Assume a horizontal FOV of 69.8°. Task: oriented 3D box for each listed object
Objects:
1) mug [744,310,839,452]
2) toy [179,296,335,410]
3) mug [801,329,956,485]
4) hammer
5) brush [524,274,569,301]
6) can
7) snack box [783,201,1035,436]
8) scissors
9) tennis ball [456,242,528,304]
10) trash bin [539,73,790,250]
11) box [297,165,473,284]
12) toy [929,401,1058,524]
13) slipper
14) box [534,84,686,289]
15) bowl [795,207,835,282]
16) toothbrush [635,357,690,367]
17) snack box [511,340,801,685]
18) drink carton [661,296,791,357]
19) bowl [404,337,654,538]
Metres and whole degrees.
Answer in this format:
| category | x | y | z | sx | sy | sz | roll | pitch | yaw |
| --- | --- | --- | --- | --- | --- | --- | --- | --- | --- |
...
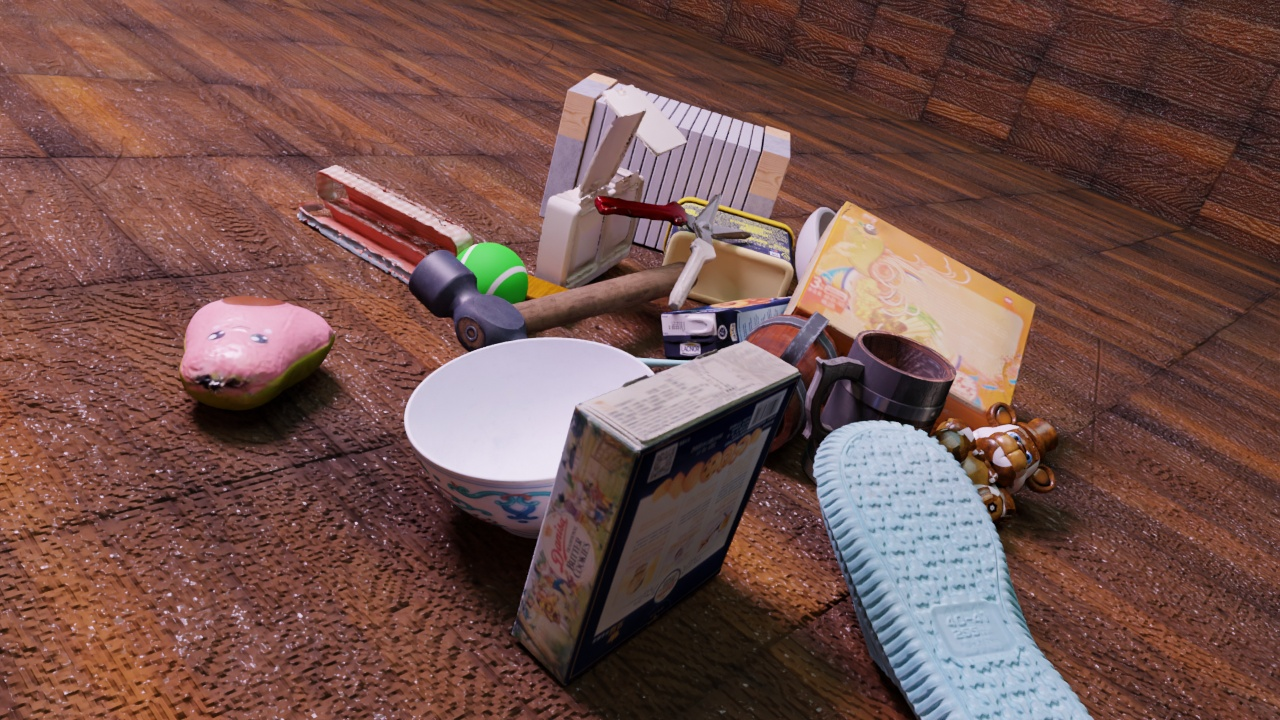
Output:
| category | x | y | z | sx | sy | sz | roll | pitch | yaw |
| --- | --- | --- | --- | --- | --- | --- | --- | --- | --- |
| mug | 0.110 | 0.006 | 0.701 | 0.081 | 0.118 | 0.110 | 37 | 33 | 8 |
| toy | -0.245 | -0.004 | 0.579 | 0.090 | 0.051 | 0.109 | 10 | 28 | -12 |
| mug | 0.159 | 0.042 | 0.665 | 0.115 | 0.107 | 0.080 | 1 | 30 | -29 |
| hammer | -0.034 | -0.050 | 0.749 | 0.129 | 0.040 | 0.320 | 41 | 28 | 16 |
| brush | -0.119 | -0.066 | 0.816 | 0.126 | 0.017 | 0.048 | 20 | 26 | 7 |
| can | 0.090 | -0.106 | 0.959 | 0.135 | 0.075 | 0.104 | 16 | 28 | -1 |
| snack box | 0.228 | -0.026 | 0.805 | 0.195 | 0.081 | 0.144 | 29 | 55 | 2 |
| scissors | 0.038 | -0.110 | 0.836 | 0.198 | 0.015 | 0.179 | 18 | 48 | -33 |
| tennis ball | -0.125 | -0.064 | 0.753 | 0.065 | 0.065 | 0.065 | 13 | 26 | -7 |
| trash bin | 0.033 | -0.216 | 1.060 | 0.247 | 0.143 | 0.142 | 17 | 26 | 1 |
| box | -0.231 | -0.119 | 0.817 | 0.187 | 0.057 | 0.067 | 27 | 60 | 24 |
| toy | 0.270 | 0.076 | 0.700 | 0.112 | 0.067 | 0.087 | -23 | 75 | -17 |
| slipper | 0.168 | 0.148 | 0.514 | 0.115 | 0.070 | 0.275 | 4 | 44 | -23 |
| box | -0.024 | -0.152 | 0.852 | 0.080 | 0.181 | 0.143 | 24 | 34 | 17 |
| bowl | 0.192 | -0.078 | 0.935 | 0.043 | 0.149 | 0.149 | -19 | 9 | 30 |
| toothbrush | -0.004 | 0.004 | 0.748 | 0.180 | 0.016 | 0.016 | 4 | 0 | -22 |
| snack box | 0.010 | 0.072 | 0.471 | 0.042 | 0.145 | 0.144 | 33 | 30 | 27 |
| drink carton | 0.082 | -0.030 | 0.815 | 0.064 | 0.040 | 0.129 | 0 | 9 | 44 |
| bowl | -0.058 | 0.054 | 0.531 | 0.144 | 0.074 | 0.143 | -1 | 31 | 1 |
